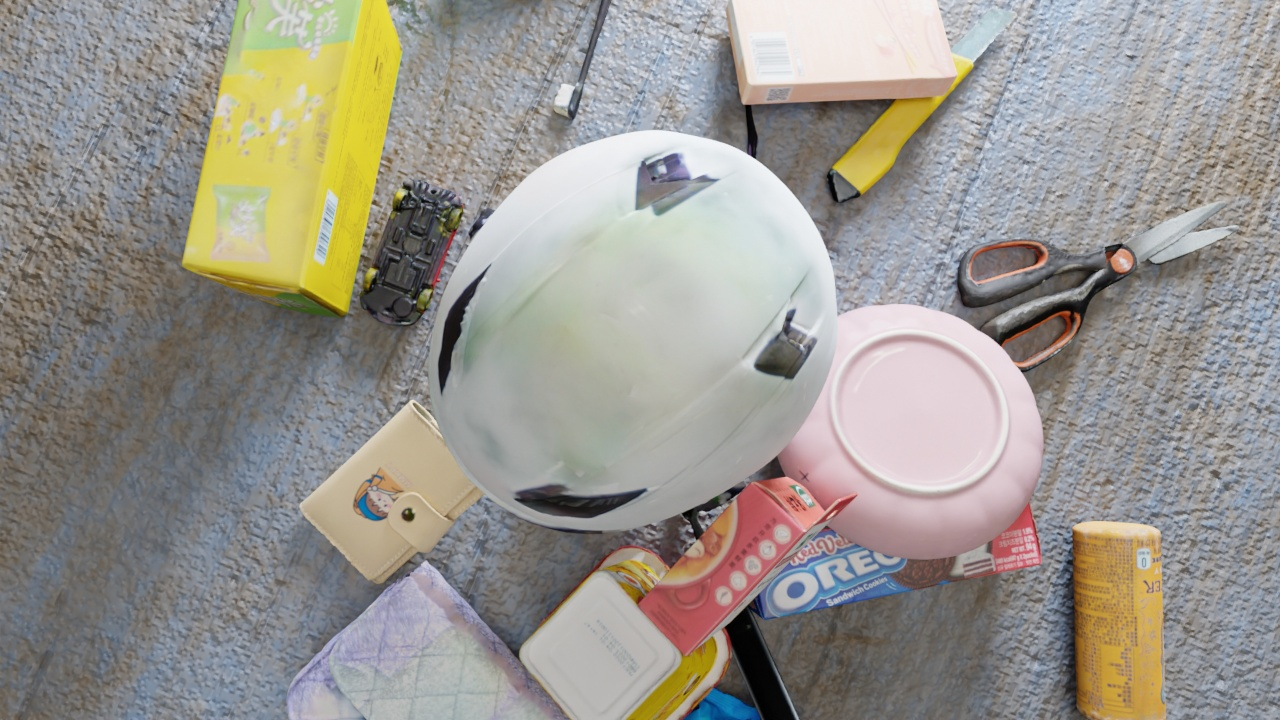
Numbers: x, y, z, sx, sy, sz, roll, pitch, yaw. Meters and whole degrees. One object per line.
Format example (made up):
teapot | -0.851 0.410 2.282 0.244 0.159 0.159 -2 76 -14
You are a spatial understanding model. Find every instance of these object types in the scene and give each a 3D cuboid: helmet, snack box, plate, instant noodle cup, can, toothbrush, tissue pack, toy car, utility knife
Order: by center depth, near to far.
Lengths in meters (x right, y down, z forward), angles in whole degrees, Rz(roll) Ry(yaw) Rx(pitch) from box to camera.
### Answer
helmet | -0.004 -0.014 0.511 0.258 0.146 0.229 -35 90 -5
snack box | 0.070 0.115 0.569 0.044 0.113 0.127 45 99 17
snack box | -0.216 -0.141 0.595 0.070 0.158 0.210 10 86 -7
instant noodle cup | -0.014 0.189 0.598 0.116 0.124 0.116 -45 72 -4
plate | 0.190 0.040 0.642 0.192 0.039 0.192 0 66 0
toothbrush | 0.069 0.184 0.643 0.026 0.027 0.212 -25 73 3
tissue pack | 0.052 0.317 0.645 0.095 0.052 0.157 23 86 -2
toy car | -0.164 -0.076 0.659 0.049 0.031 0.106 19 85 -2
snack box | 0.174 0.137 0.660 0.207 0.058 0.057 -10 85 -4
can | 0.348 0.193 0.669 0.058 0.058 0.146 0 87 -4
snack box | 0.147 -0.233 0.678 0.157 0.026 0.084 -4 70 -7
toothbrush | -0.029 -0.267 0.686 0.018 0.015 0.181 18 87 6
toothbrush | 0.085 -0.145 0.690 0.016 0.014 0.189 3 87 -16
utility knife | 0.215 -0.196 0.699 0.033 0.015 0.206 44 85 0

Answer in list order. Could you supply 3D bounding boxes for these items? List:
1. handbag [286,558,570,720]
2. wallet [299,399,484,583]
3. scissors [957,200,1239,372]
handbag | -0.133 0.250 0.624 0.134 0.075 0.194 -43 91 -5
wallet | -0.171 0.097 0.644 0.115 0.024 0.087 -42 96 7
scissors | 0.346 -0.083 0.700 0.162 0.022 0.233 44 86 -1
